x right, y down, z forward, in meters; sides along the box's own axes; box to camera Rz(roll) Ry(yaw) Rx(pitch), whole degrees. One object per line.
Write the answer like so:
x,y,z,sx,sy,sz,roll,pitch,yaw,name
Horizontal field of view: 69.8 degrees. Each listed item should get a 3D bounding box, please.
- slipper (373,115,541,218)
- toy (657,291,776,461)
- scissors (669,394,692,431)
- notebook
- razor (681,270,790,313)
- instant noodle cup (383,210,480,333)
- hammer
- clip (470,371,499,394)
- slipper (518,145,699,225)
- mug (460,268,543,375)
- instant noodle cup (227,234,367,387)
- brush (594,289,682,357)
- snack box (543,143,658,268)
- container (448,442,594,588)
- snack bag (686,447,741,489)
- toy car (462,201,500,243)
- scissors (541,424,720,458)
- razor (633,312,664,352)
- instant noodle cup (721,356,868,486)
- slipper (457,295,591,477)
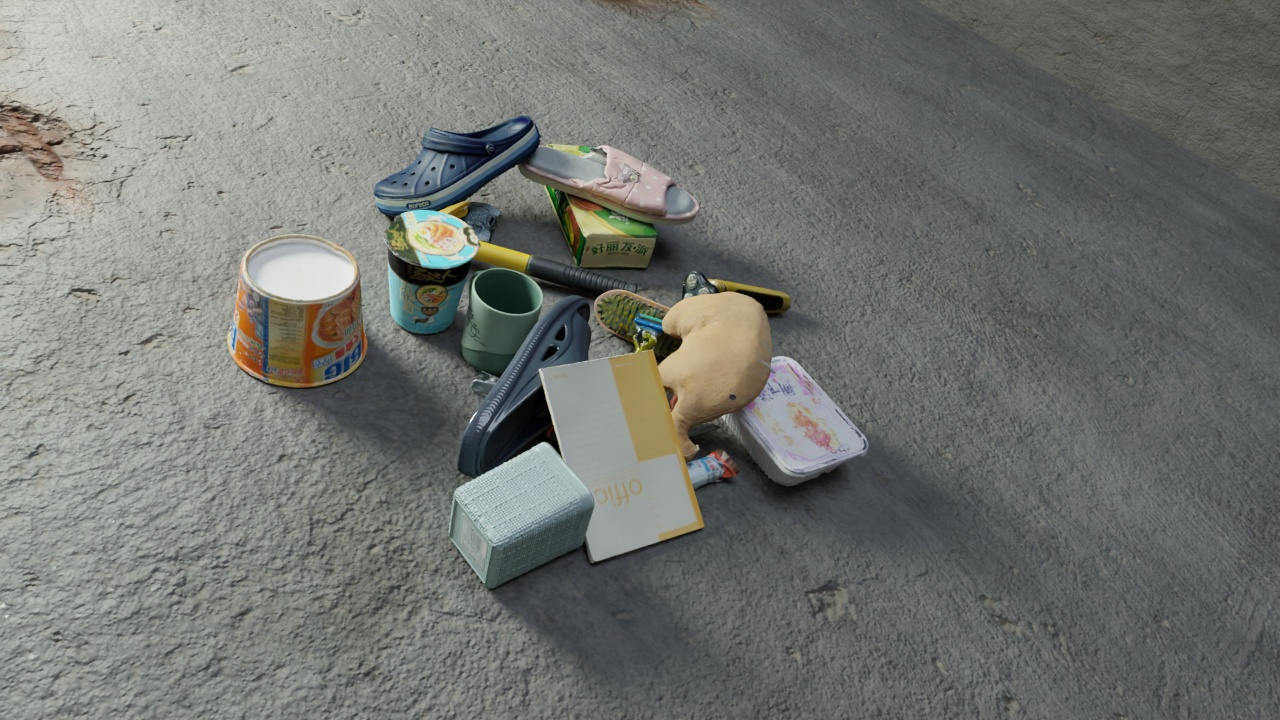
-0.253,-0.281,1.266,0.252,0.095,0.105,-32,32,-17,slipper
0.085,0.010,1.069,0.144,0.082,0.225,-8,48,23,toy
-0.004,0.086,1.043,0.196,0.015,0.214,-5,56,-32,scissors
-0.019,0.096,0.978,0.145,0.010,0.206,-10,80,-32,notebook
0.139,-0.089,1.304,0.167,0.062,0.068,4,10,-25,razor
-0.255,-0.099,1.101,0.111,0.121,0.111,10,41,-9,instant noodle cup
-0.150,-0.130,1.234,0.300,0.033,0.128,15,58,-11,hammer
-0.168,0.031,1.064,0.057,0.024,0.028,18,36,4,clip
-0.044,-0.265,1.326,0.274,0.055,0.113,18,41,2,slipper
-0.173,-0.051,1.087,0.082,0.107,0.111,-17,54,-35,mug
-0.376,-0.061,1.015,0.151,0.112,0.151,12,40,-10,instant noodle cup
0.007,-0.048,1.202,0.146,0.063,0.073,23,11,8,brush
-0.067,-0.234,1.375,0.114,0.063,0.239,-2,44,-22,snack box
-0.120,0.153,0.896,0.111,0.090,0.090,-24,56,-35,container
0.062,0.128,1.045,0.104,0.026,0.048,-11,36,-32,snack bag
-0.228,-0.194,1.290,0.049,0.031,0.105,15,39,-6,toy car
-0.009,0.080,1.073,0.234,0.022,0.125,-24,56,-39,scissors
-0.007,0.007,1.132,0.043,0.022,0.142,16,61,11,razor
0.174,0.080,1.118,0.137,0.060,0.173,-13,48,-33,instant noodle cup
-0.105,0.037,1.018,0.083,0.111,0.267,23,46,11,slipper
